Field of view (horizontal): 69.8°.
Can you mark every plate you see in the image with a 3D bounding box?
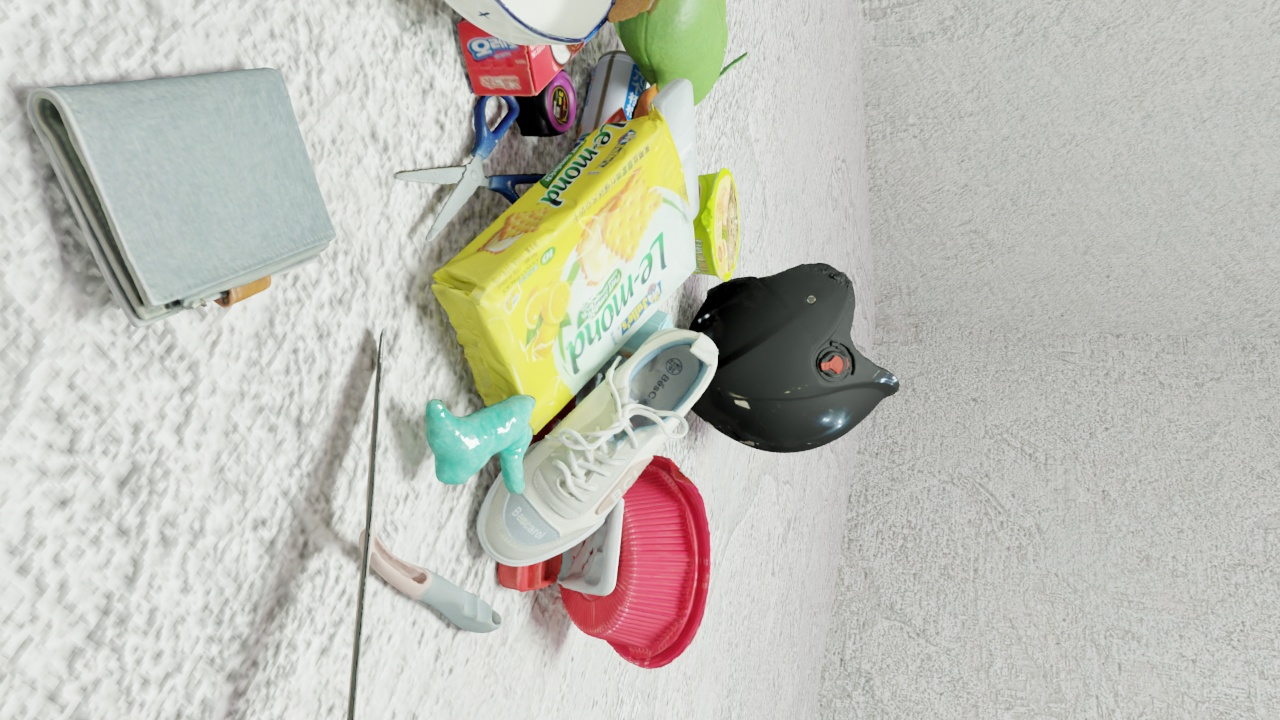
[{"bbox_3d":[-0.096,-0.297,0.595,0.204,0.046,0.204,29,53,-48],"label":"plate"}]

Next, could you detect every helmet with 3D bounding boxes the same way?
[{"bbox_3d":[0.184,0.010,1.183,0.230,0.275,0.233,-55,177,-8],"label":"helmet"}]

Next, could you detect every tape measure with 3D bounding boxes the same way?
[{"bbox_3d":[-0.081,-0.210,0.746,0.057,0.039,0.057,-42,132,-56],"label":"tape measure"}]

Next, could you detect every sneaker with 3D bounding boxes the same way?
[{"bbox_3d":[-0.026,0.068,0.712,0.242,0.089,0.091,-46,-172,-11],"label":"sneaker"}]

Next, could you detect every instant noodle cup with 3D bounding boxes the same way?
[{"bbox_3d":[-0.018,0.178,0.826,0.065,0.194,0.193,10,81,-33],"label":"instant noodle cup"},{"bbox_3d":[0.028,-0.136,0.931,0.111,0.123,0.111,2,89,-71],"label":"instant noodle cup"}]

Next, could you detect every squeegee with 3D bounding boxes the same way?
[{"bbox_3d":[-0.147,0.148,0.620,0.250,0.040,0.247,70,13,-58],"label":"squeegee"}]

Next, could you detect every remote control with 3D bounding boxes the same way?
[{"bbox_3d":[0.029,-0.172,0.791,0.055,0.020,0.136,-51,148,-38],"label":"remote control"}]

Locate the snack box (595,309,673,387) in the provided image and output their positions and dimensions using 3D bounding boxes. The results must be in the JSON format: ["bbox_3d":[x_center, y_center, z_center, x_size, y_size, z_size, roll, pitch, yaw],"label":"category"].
[{"bbox_3d":[-0.005,0.005,0.863,0.051,0.074,0.175,-61,160,-21],"label":"snack box"}]

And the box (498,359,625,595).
[{"bbox_3d":[-0.052,0.097,0.783,0.095,0.099,0.201,20,74,-70],"label":"box"}]

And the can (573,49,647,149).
[{"bbox_3d":[-0.029,-0.222,0.861,0.053,0.053,0.134,53,44,-60],"label":"can"}]

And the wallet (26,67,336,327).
[{"bbox_3d":[-0.205,-0.079,0.431,0.129,0.037,0.106,-47,125,-62],"label":"wallet"}]

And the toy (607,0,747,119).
[{"bbox_3d":[0.029,-0.299,0.796,0.247,0.090,0.226,53,56,-72],"label":"toy"}]

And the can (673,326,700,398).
[{"bbox_3d":[0.034,0.007,1.060,0.116,0.059,0.058,57,41,-59],"label":"can"}]

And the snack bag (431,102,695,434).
[{"bbox_3d":[-0.051,-0.072,0.704,0.245,0.068,0.158,-47,145,-26],"label":"snack bag"}]

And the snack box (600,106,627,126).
[{"bbox_3d":[-0.031,-0.132,0.795,0.127,0.044,0.113,-45,147,-9],"label":"snack box"}]

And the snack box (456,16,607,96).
[{"bbox_3d":[-0.073,-0.277,0.730,0.206,0.058,0.057,-64,153,-47],"label":"snack box"}]

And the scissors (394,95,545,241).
[{"bbox_3d":[-0.116,-0.144,0.672,0.162,0.012,0.163,19,63,-54],"label":"scissors"}]

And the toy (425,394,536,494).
[{"bbox_3d":[-0.106,0.058,0.638,0.091,0.030,0.096,-25,120,-42],"label":"toy"}]
